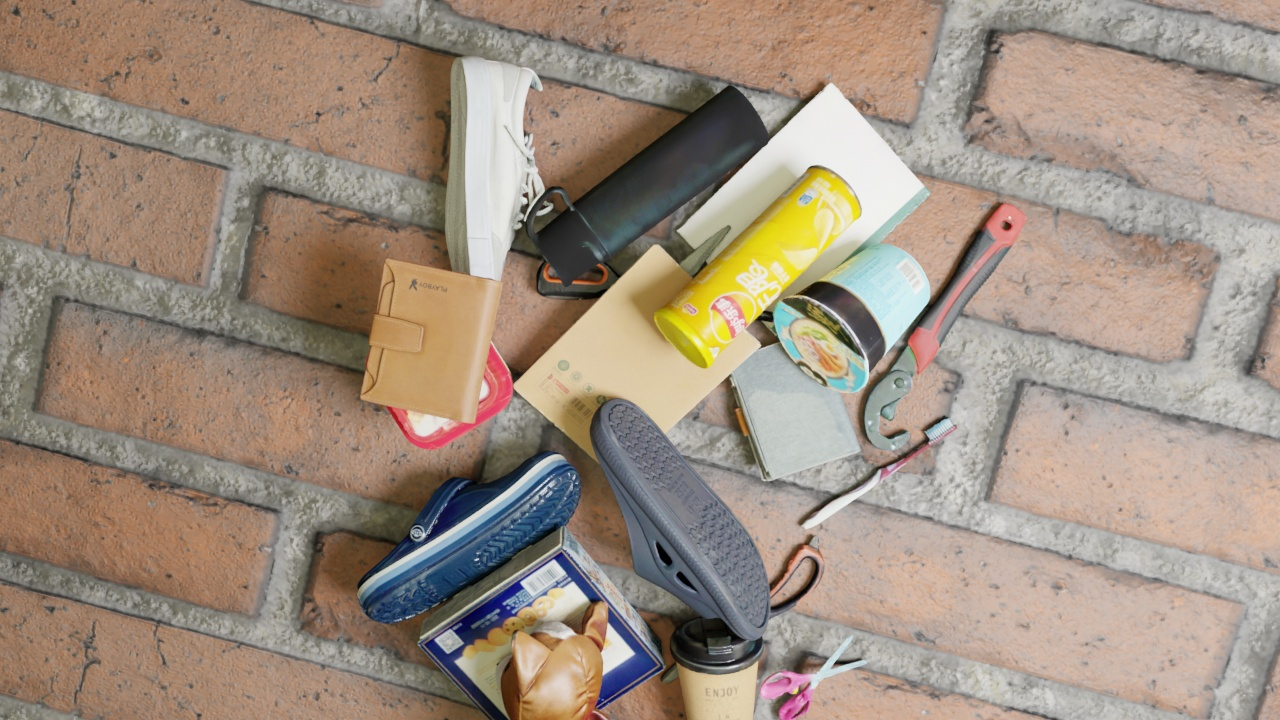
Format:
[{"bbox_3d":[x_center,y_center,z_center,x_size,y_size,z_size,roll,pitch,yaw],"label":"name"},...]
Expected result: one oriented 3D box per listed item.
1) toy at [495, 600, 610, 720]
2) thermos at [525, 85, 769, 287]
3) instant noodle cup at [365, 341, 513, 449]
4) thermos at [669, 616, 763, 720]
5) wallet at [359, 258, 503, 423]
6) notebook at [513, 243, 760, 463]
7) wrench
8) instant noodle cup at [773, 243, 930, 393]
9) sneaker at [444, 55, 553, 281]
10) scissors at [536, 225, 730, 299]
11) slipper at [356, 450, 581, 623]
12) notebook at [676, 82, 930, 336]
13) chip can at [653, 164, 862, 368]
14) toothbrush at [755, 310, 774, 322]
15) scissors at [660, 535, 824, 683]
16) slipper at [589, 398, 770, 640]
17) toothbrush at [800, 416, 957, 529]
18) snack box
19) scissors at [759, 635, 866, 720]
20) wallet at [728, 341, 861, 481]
[{"bbox_3d":[-0.089,0.332,0.873,0.131,0.139,0.200,18,110,33],"label":"toy"},{"bbox_3d":[0.002,-0.173,0.879,0.242,0.068,0.090,-36,124,-1],"label":"thermos"},{"bbox_3d":[-0.185,0.012,0.897,0.117,0.124,0.116,-31,91,5],"label":"instant noodle cup"},{"bbox_3d":[0.078,0.325,0.917,0.093,0.093,0.143,-3,106,4],"label":"thermos"},{"bbox_3d":[-0.187,-0.018,0.818,0.108,0.031,0.132,13,94,1],"label":"wallet"},{"bbox_3d":[-0.005,0.005,0.915,0.148,0.008,0.208,43,105,-12],"label":"notebook"},{"bbox_3d":[0.300,-0.034,0.917,0.056,0.016,0.273,29,96,1],"label":"wrench"},{"bbox_3d":[0.207,-0.048,0.870,0.120,0.111,0.111,-40,92,-22],"label":"instant noodle cup"},{"bbox_3d":[-0.138,-0.171,0.905,0.090,0.089,0.242,-4,107,-26],"label":"sneaker"},{"bbox_3d":[-0.001,-0.052,0.930,0.221,0.021,0.232,23,98,2],"label":"scissors"},{"bbox_3d":[-0.175,0.170,0.930,0.253,0.105,0.095,-34,63,-1],"label":"slipper"},{"bbox_3d":[0.162,-0.149,0.918,0.209,0.012,0.150,-43,93,7],"label":"notebook"},{"bbox_3d":[0.110,-0.089,0.858,0.072,0.072,0.213,45,80,-1],"label":"chip can"},{"bbox_3d":[0.083,-0.051,0.906,0.189,0.017,0.014,11,107,-1],"label":"toothbrush"},{"bbox_3d":[0.103,0.260,0.956,0.189,0.015,0.223,-10,95,4],"label":"scissors"},{"bbox_3d":[0.028,0.162,0.903,0.083,0.110,0.268,-38,88,29],"label":"slipper"},{"bbox_3d":[0.240,0.116,0.934,0.188,0.016,0.017,-35,84,6],"label":"toothbrush"},{"bbox_3d":[-0.098,0.288,0.933,0.178,0.045,0.182,-34,108,6],"label":"snack box"},{"bbox_3d":[0.175,0.328,0.934,0.133,0.017,0.135,-7,127,-24],"label":"scissors"},{"bbox_3d":[0.149,0.046,0.920,0.107,0.037,0.129,-19,80,8],"label":"wallet"}]
